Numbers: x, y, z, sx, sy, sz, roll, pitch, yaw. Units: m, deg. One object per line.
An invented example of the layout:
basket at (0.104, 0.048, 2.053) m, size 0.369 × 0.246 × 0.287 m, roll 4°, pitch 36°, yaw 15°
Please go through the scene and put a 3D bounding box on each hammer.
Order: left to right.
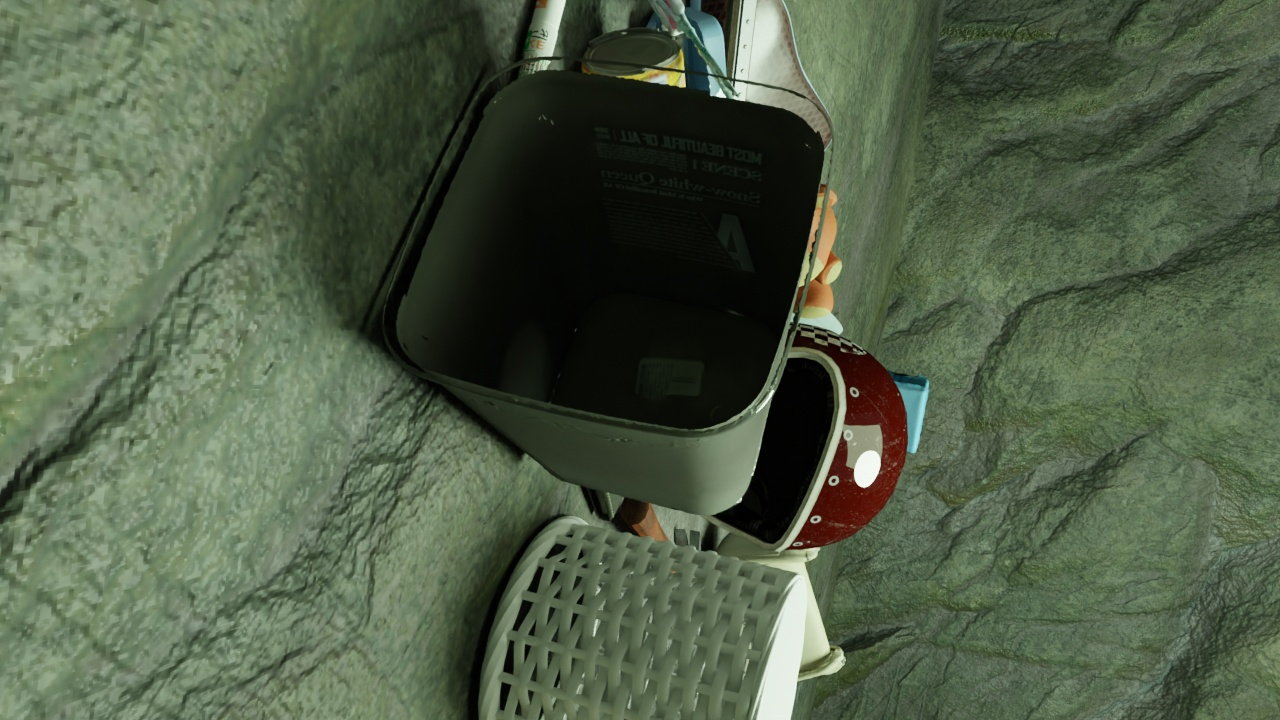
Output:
hammer at (0.024, 0.191, 0.899) m, size 0.301 × 0.028 × 0.110 m, roll 67°, pitch 30°, yaw -60°
hammer at (0.071, -0.180, 0.806) m, size 0.146 × 0.028 × 0.317 m, roll -17°, pitch 130°, yaw -25°

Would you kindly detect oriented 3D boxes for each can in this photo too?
can at (0.000, -0.160, 0.618) m, size 0.105 × 0.068 × 0.067 m, roll 81°, pitch 28°, yaw -42°

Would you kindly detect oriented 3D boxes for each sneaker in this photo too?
sneaker at (0.095, -0.279, 0.844) m, size 0.083 × 0.098 × 0.241 m, roll -42°, pitch 140°, yaw 5°

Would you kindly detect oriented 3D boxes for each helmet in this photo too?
helmet at (0.134, 0.062, 0.901) m, size 0.233 × 0.253 × 0.234 m, roll -68°, pitch 176°, yaw -65°

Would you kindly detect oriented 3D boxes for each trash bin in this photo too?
trash bin at (0.000, -0.020, 0.536) m, size 0.220 × 0.197 × 0.197 m, roll 72°, pitch 33°, yaw -64°

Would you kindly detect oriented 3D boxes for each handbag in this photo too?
handbag at (0.166, 0.307, 1.188) m, size 0.131 × 0.184 × 0.229 m, roll -56°, pitch 134°, yaw -52°

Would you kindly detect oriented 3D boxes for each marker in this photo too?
marker at (-0.049, -0.217, 0.530) m, size 0.017 × 0.017 × 0.145 m, roll 30°, pitch 72°, yaw -69°

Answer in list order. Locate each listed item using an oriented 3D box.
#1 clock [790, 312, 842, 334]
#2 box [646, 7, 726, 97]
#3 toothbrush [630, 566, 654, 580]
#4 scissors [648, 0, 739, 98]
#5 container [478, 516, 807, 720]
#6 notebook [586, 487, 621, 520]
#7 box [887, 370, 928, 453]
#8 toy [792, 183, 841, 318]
clock at (0.173, -0.055, 1.077) m, size 0.045 × 0.122 × 0.159 m, roll -52°, pitch 177°, yaw -1°
box at (0.030, -0.167, 0.727) m, size 0.064 × 0.069 × 0.210 m, roll -21°, pitch 127°, yaw -17°
toothbrush at (-0.014, 0.198, 0.859) m, size 0.167 × 0.013 × 0.013 m, roll 37°, pitch 58°, yaw -68°
scissors at (0.031, -0.214, 0.601) m, size 0.179 × 0.016 × 0.108 m, roll 61°, pitch 4°, yaw 14°
container at (0.009, 0.225, 0.669) m, size 0.189 × 0.187 × 0.189 m, roll 10°, pitch 89°, yaw -71°
notebook at (-0.004, 0.004, 0.760) m, size 0.170 × 0.029 × 0.208 m, roll 79°, pitch 26°, yaw -50°
box at (0.216, 0.023, 1.067) m, size 0.109 × 0.232 × 0.094 m, roll -53°, pitch 147°, yaw -53°
toy at (0.120, -0.106, 0.808) m, size 0.096 × 0.112 × 0.176 m, roll -68°, pitch 155°, yaw -45°
